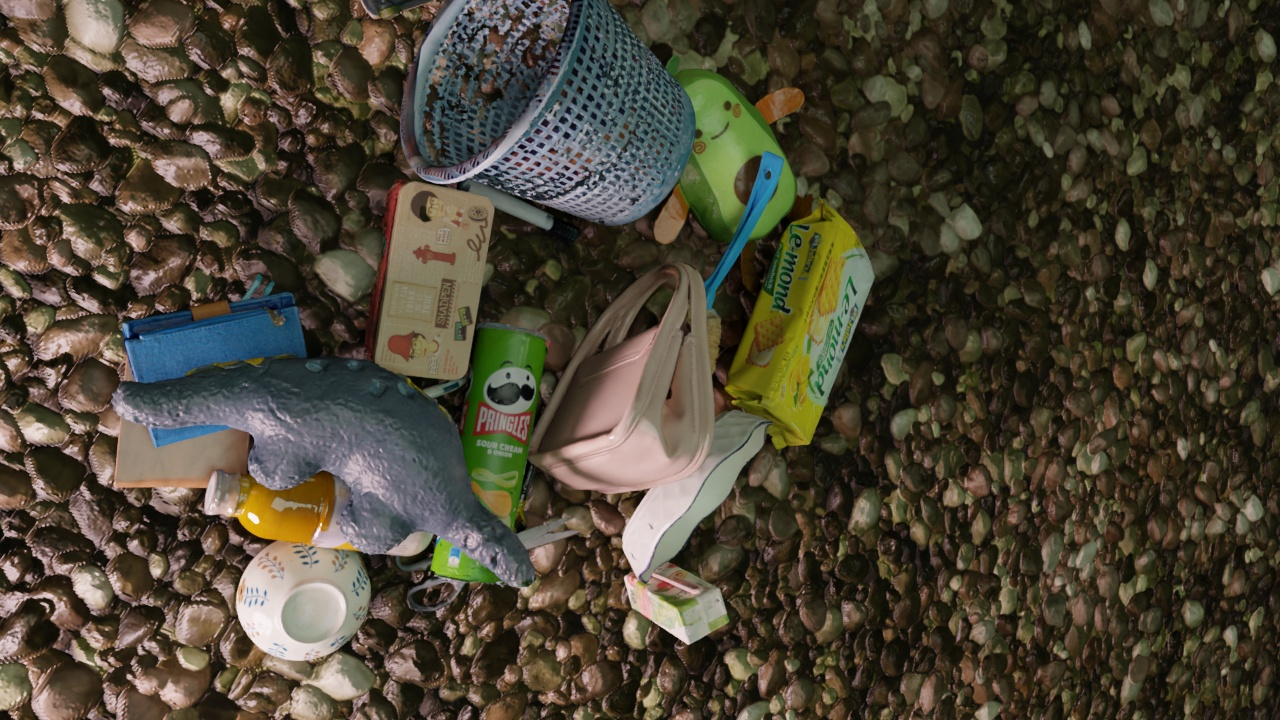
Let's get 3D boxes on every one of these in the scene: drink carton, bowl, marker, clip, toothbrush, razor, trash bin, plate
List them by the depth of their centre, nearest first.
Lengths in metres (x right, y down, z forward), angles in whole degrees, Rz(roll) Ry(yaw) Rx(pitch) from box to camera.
[{"bbox_3d":[-0.335,-0.047,0.787,0.041,0.014,0.056,28,81,-26],"label":"clip"},{"bbox_3d":[-0.290,0.213,0.805,0.113,0.062,0.113,-3,97,-28],"label":"bowl"},{"bbox_3d":[-0.065,-0.221,0.808,0.195,0.227,0.226,24,83,-44],"label":"trash bin"},{"bbox_3d":[-0.247,0.049,0.839,0.191,0.016,0.018,-23,94,-23],"label":"toothbrush"},{"bbox_3d":[-0.117,-0.144,0.888,0.130,0.018,0.022,21,94,-27],"label":"marker"},{"bbox_3d":[-0.116,0.125,0.909,0.042,0.022,0.142,18,82,-11],"label":"razor"},{"bbox_3d":[0.052,0.130,0.916,0.045,0.205,0.204,39,73,14],"label":"plate"},{"bbox_3d":[0.034,0.242,0.939,0.053,0.123,0.045,-21,102,-24],"label":"drink carton"}]

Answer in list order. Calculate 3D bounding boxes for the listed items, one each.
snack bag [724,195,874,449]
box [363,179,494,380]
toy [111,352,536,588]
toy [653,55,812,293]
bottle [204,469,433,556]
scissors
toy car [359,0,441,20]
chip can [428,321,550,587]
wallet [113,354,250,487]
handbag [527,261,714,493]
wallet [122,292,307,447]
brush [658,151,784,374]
[{"bbox_3d":[0.172,-0.035,0.989,0.158,0.068,0.246,37,74,-57],"label":"snack bag"},{"bbox_3d":[-0.196,-0.074,0.827,0.091,0.079,0.168,7,97,-28],"label":"box"},{"bbox_3d":[-0.228,0.073,0.754,0.356,0.092,0.137,32,56,-16],"label":"toy"},{"bbox_3d":[0.095,-0.198,0.951,0.226,0.090,0.247,-49,117,-15],"label":"toy"},{"bbox_3d":[-0.273,0.127,0.795,0.189,0.068,0.068,15,87,-32],"label":"bottle"},{"bbox_3d":[-0.150,0.177,0.879,0.145,0.014,0.172,39,83,-10],"label":"scissors"},{"bbox_3d":[-0.208,-0.332,0.816,0.090,0.035,0.042,-28,105,-22],"label":"toy car"},{"bbox_3d":[-0.138,0.086,0.849,0.072,0.072,0.236,14,81,-27],"label":"chip can"},{"bbox_3d":[-0.380,0.050,0.770,0.101,0.020,0.115,4,90,-30],"label":"wallet"},{"bbox_3d":[-0.005,0.005,0.867,0.093,0.194,0.233,28,61,-26],"label":"handbag"},{"bbox_3d":[-0.345,0.005,0.758,0.132,0.040,0.106,-16,106,-31],"label":"wallet"},{"bbox_3d":[0.080,-0.087,0.920,0.045,0.083,0.255,8,113,-45],"label":"brush"}]
